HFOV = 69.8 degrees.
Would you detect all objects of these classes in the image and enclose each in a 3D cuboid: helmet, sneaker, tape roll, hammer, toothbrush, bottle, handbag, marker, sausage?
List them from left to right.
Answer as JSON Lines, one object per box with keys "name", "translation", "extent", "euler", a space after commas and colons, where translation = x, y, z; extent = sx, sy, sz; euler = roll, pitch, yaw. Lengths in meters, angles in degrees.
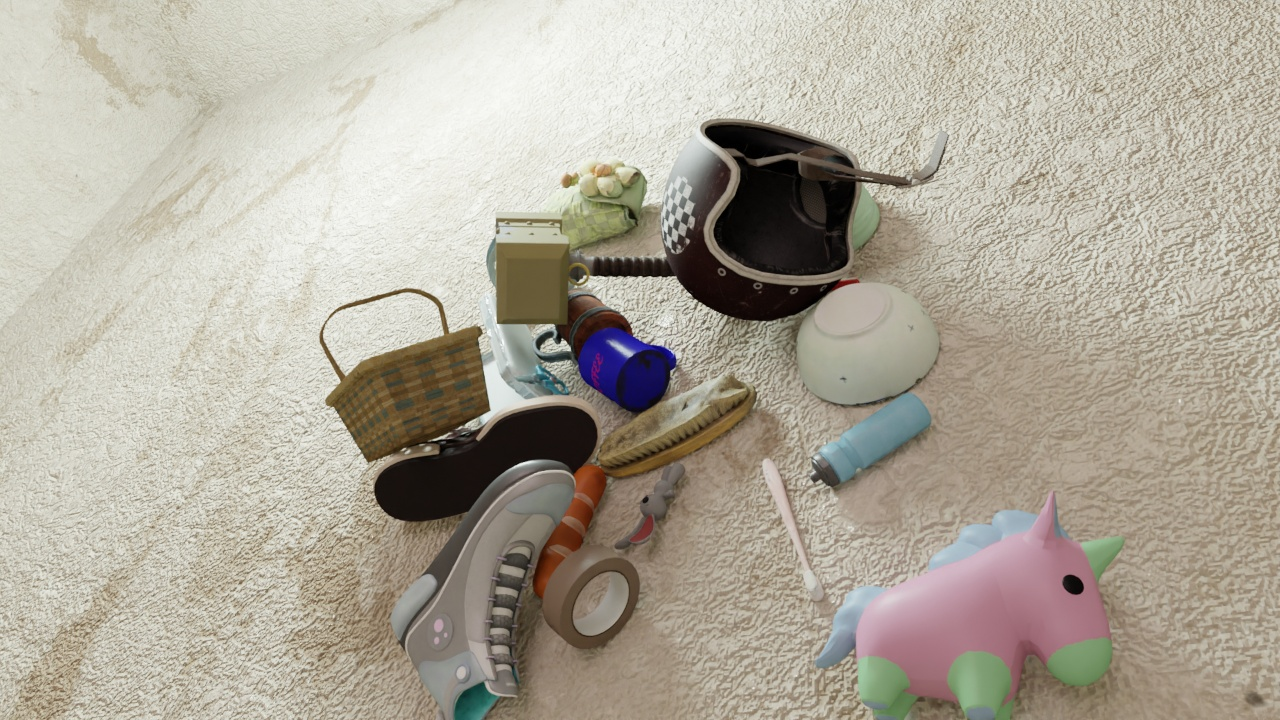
{"name": "sneaker", "translation": [-0.171, 0.104, 1.097], "extent": [0.294, 0.112, 0.116], "euler": [-23, 20, 18]}
{"name": "sneaker", "translation": [-0.130, 0.230, 0.887], "extent": [0.257, 0.093, 0.160], "euler": [-50, 47, 10]}
{"name": "sausage", "translation": [-0.076, 0.182, 0.982], "extent": [0.045, 0.039, 0.163], "euler": [-19, 37, 39]}
{"name": "handbag", "translation": [-0.080, -0.246, 1.409], "extent": [0.187, 0.117, 0.113], "euler": [-11, 41, 21]}
{"name": "tape roll", "translation": [-0.046, 0.224, 0.871], "extent": [0.093, 0.094, 0.030], "euler": [-45, 40, -18]}
{"name": "hammer", "translation": [-0.020, -0.119, 1.167], "extent": [0.324, 0.101, 0.190], "euler": [0, 22, -9]}
{"name": "helmet", "translation": [0.147, -0.170, 1.039], "extent": [0.232, 0.254, 0.234], "euler": [-8, 35, -32]}
{"name": "toothbrush", "translation": [0.143, 0.156, 0.885], "extent": [0.016, 0.018, 0.181], "euler": [-24, 37, 8]}
{"name": "marker", "translation": [0.200, -0.091, 1.131], "extent": [0.142, 0.013, 0.012], "euler": [0, 46, 34]}
{"name": "bottle", "translation": [0.221, 0.081, 0.898], "extent": [0.130, 0.040, 0.040], "euler": [-33, 37, -3]}

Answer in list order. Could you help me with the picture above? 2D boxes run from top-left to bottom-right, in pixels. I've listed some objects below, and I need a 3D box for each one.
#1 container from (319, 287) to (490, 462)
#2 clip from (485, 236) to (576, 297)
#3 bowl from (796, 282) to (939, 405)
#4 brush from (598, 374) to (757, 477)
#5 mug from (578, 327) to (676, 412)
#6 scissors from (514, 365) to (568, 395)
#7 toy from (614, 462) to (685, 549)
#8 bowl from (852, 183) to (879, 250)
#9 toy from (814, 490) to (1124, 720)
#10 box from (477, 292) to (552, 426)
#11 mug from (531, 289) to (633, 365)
{"name": "container", "translation": [-0.296, 0.008, 1.128], "extent": [0.157, 0.186, 0.251], "euler": [-20, -2, -31]}
{"name": "clip", "translation": [-0.184, -0.129, 1.321], "extent": [0.169, 0.164, 0.031], "euler": [-30, 36, 5]}
{"name": "bowl", "translation": [0.237, -0.031, 0.989], "extent": [0.153, 0.073, 0.153], "euler": [-18, 38, 14]}
{"name": "brush", "translation": [0.040, 0.074, 1.025], "extent": [0.195, 0.043, 0.059], "euler": [-27, 38, 6]}
{"name": "mug", "translation": [-0.007, 0.007, 1.116], "extent": [0.111, 0.079, 0.083], "euler": [-17, 29, -30]}
{"name": "scissors", "translation": [-0.125, 0.023, 1.132], "extent": [0.015, 0.136, 0.055], "euler": [-44, 77, 6]}
{"name": "toy", "translation": [0.014, 0.154, 0.963], "extent": [0.049, 0.030, 0.111], "euler": [-29, 22, 53]}
{"name": "bowl", "translation": [0.225, -0.196, 1.182], "extent": [0.151, 0.077, 0.150], "euler": [-19, 39, 16]}
{"name": "toy", "translation": [0.248, 0.193, 0.704], "extent": [0.223, 0.120, 0.170], "euler": [-4, 54, 29]}
{"name": "box", "translation": [-0.187, 0.006, 1.206], "extent": [0.130, 0.105, 0.210], "euler": [-35, 37, -1]}
{"name": "mug", "translation": [-0.082, -0.034, 1.203], "extent": [0.117, 0.081, 0.111], "euler": [-36, 34, -7]}
